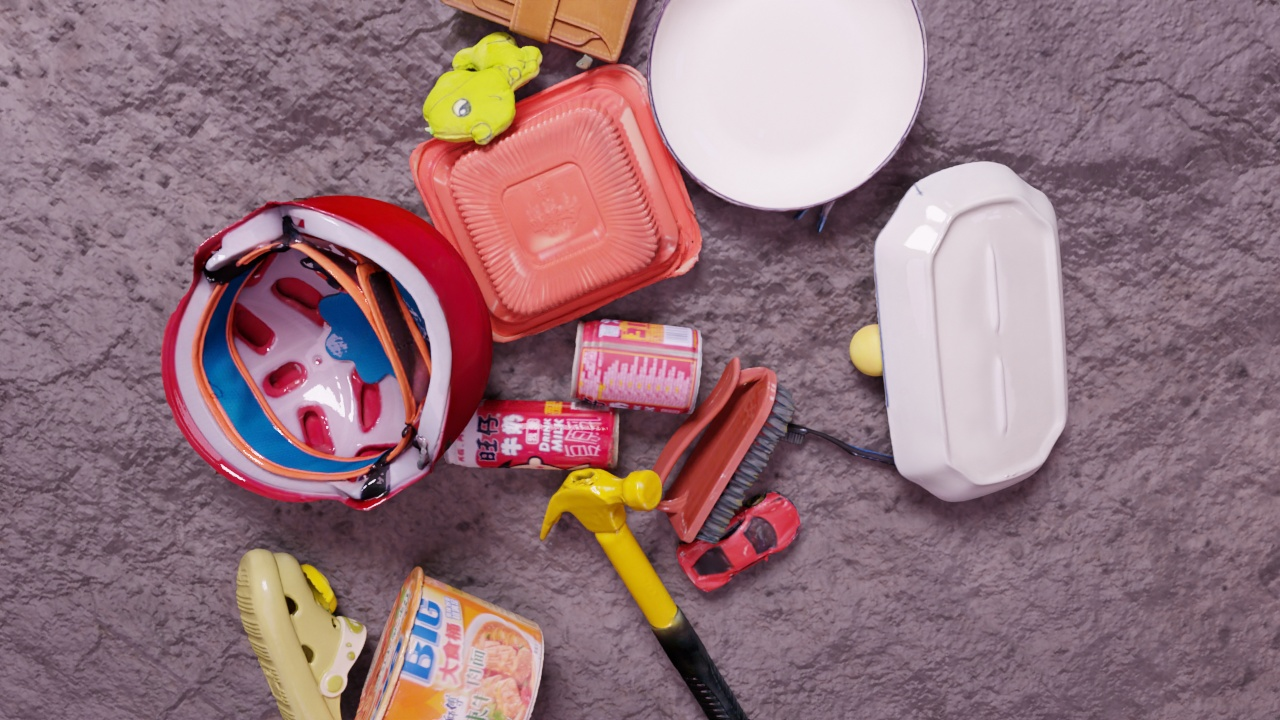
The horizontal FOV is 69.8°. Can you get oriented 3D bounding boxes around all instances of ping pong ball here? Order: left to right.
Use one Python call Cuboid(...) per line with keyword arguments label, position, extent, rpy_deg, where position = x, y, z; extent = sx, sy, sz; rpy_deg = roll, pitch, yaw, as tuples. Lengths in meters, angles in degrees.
Cuboid(label="ping pong ball", position=(0.183, -0.008, 0.712), extent=(0.040, 0.040, 0.040), rpy_deg=(0, 104, -2))

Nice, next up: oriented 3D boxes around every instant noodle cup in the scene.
Cuboid(label="instant noodle cup", position=(-0.149, 0.251, 0.723), extent=(0.111, 0.151, 0.151), rpy_deg=(22, 103, -15))
Cuboid(label="instant noodle cup", position=(-0.058, -0.109, 0.661), extent=(0.189, 0.079, 0.164), rpy_deg=(-23, 104, 3))

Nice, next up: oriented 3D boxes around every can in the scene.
Cuboid(label="can", position=(-0.083, 0.058, 0.715), extent=(0.133, 0.053, 0.053), rpy_deg=(2, 104, -2))
Cuboid(label="can", position=(-0.004, 0.004, 0.697), extent=(0.094, 0.066, 0.066), rpy_deg=(6, 104, -4))

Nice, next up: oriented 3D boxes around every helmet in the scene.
Cuboid(label="helmet", position=(-0.206, -0.012, 0.652), extent=(0.241, 0.143, 0.207), rpy_deg=(-25, 102, 29))

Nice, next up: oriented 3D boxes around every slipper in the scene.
Cuboid(label="slipper", position=(-0.269, 0.236, 0.752), extent=(0.081, 0.092, 0.190), rpy_deg=(-21, 97, -37))

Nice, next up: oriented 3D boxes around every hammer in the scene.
Cuboid(label="hammer", position=(0.019, 0.208, 0.747), extent=(0.129, 0.032, 0.301), rpy_deg=(-10, 119, 40))

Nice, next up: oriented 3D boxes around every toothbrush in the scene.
Cuboid(label="toothbrush", position=(0.193, 0.080, 0.750), extent=(0.189, 0.014, 0.016), rpy_deg=(17, 104, -7))

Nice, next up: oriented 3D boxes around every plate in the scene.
Cuboid(label="plate", position=(0.101, -0.203, 0.648), extent=(0.192, 0.039, 0.192), rpy_deg=(2, 109, 5))
Cuboid(label="plate", position=(0.261, -0.014, 0.694), extent=(0.162, 0.034, 0.266), rpy_deg=(-13, 106, -15))

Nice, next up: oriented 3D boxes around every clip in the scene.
Cuboid(label="clip", position=(0.140, -0.125, 0.690), extent=(0.043, 0.026, 0.058), rpy_deg=(30, 98, -1))

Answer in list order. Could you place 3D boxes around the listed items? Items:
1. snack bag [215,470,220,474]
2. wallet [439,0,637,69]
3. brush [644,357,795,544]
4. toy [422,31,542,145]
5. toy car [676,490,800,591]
Cuboid(label="snack bag", position=(-0.285, 0.068, 0.727), extent=(0.104, 0.026, 0.048), rpy_deg=(2, 93, -2))
Cuboid(label="wallet", position=(-0.063, -0.270, 0.639), extent=(0.130, 0.035, 0.119), rpy_deg=(17, 90, -6))
Cuboid(label="brush", position=(0.061, 0.068, 0.717), extent=(0.069, 0.063, 0.146), rpy_deg=(27, 101, -22))
Cuboid(label="toy", position=(-0.112, -0.187, 0.637), extent=(0.100, 0.097, 0.031), rpy_deg=(-42, 144, -14))
Cuboid(label="toy car", position=(0.082, 0.149, 0.756), extent=(0.106, 0.031, 0.049), rpy_deg=(-31, 104, 4))
